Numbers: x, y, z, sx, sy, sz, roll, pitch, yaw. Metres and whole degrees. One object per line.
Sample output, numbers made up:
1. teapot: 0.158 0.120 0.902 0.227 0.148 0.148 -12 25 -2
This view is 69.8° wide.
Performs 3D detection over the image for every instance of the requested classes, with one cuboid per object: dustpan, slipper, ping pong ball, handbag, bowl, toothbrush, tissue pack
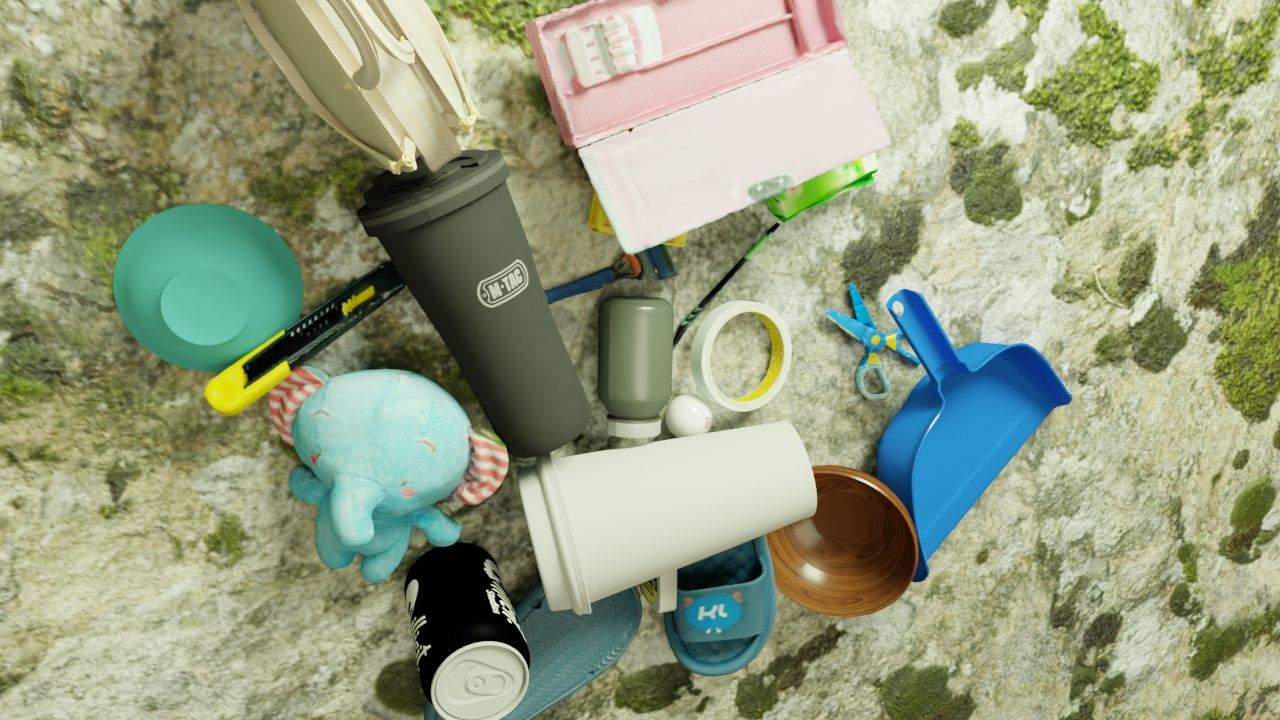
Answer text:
1. dustpan: 0.281 0.039 0.841 0.245 0.060 0.257 -44 113 -15
2. slipper: 0.072 0.191 0.823 0.104 0.059 0.214 0 105 2
3. ping pong ball: 0.042 0.048 0.782 0.040 0.040 0.040 -7 111 -18
4. handbag: -0.167 -0.195 0.531 0.101 0.198 0.194 -36 116 -5
5. bowl: 0.182 0.154 0.846 0.147 0.068 0.147 8 112 20
6. slipper: -0.095 0.250 0.797 0.213 0.059 0.104 -34 108 -19
7. toothbrush: 0.051 -0.046 0.767 0.017 0.014 0.188 41 91 -19
8. tissue pack: 0.137 -0.180 0.741 0.099 0.034 0.114 -28 114 -7
9. bowl: -0.294 -0.042 0.624 0.121 0.046 0.121 -6 111 -18

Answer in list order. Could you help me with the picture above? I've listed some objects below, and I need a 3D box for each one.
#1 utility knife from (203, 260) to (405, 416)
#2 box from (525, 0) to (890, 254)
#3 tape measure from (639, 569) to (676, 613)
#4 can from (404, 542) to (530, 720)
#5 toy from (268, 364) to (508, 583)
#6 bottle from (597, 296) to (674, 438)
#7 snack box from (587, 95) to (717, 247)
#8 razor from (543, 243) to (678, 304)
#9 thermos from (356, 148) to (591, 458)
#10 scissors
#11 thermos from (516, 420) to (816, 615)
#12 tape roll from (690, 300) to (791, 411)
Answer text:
1. utility knife: -0.226 -0.026 0.655 0.186 0.020 0.029 -40 83 -16
2. box: 0.053 -0.196 0.663 0.232 0.051 0.180 -23 99 -14
3. tape measure: 0.013 0.184 0.809 0.016 0.064 0.065 -6 104 -18
4. can: -0.137 0.208 0.715 0.080 0.146 0.080 -7 110 -18
5. toy: -0.199 0.091 0.676 0.183 0.114 0.181 20 107 -4
6. bottle: -0.004 0.004 0.730 0.060 0.060 0.108 -1 98 -20
7. snack box: 0.012 -0.167 0.696 0.075 0.025 0.152 8 101 -23
8. razor: -0.042 -0.063 0.726 0.141 0.018 0.044 -20 80 -9
9. thermos: -0.108 -0.039 0.656 0.105 0.106 0.219 -27 113 -10
10. scissors: 0.204 -0.012 0.838 0.132 0.020 0.097 27 95 -27
11. thermos: 0.021 0.115 0.737 0.221 0.131 0.132 -14 113 -8
12. tape roll: 0.086 -0.004 0.780 0.093 0.019 0.094 -5 101 -29
